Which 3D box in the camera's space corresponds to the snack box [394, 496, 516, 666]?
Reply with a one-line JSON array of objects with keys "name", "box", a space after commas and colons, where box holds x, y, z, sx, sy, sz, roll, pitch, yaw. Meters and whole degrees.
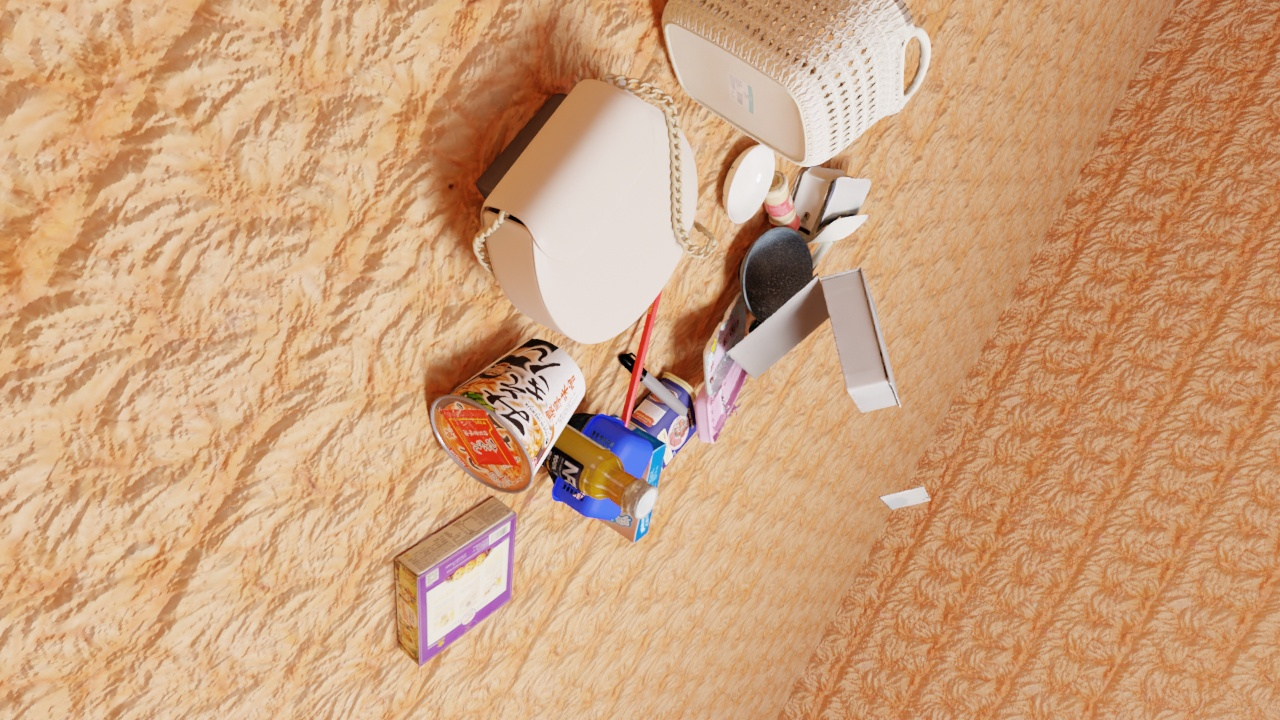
[{"name": "snack box", "box": [-0.206, 0.249, 1.037, 0.143, 0.040, 0.148, -30, 139, -43]}]

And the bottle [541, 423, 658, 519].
[{"name": "bottle", "box": [-0.065, 0.109, 0.987, 0.053, 0.186, 0.053, -39, 144, -35]}]

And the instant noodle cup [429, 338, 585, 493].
[{"name": "instant noodle cup", "box": [-0.124, 0.047, 0.923, 0.121, 0.124, 0.124, -49, 150, -39]}]

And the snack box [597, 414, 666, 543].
[{"name": "snack box", "box": [-0.021, 0.155, 1.202, 0.034, 0.087, 0.151, -27, 137, -46]}]

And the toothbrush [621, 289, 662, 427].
[{"name": "toothbrush", "box": [-0.007, 0.007, 1.133, 0.017, 0.012, 0.212, 12, 94, -35]}]

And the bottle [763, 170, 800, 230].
[{"name": "bottle", "box": [0.191, -0.214, 1.259, 0.044, 0.044, 0.109, -55, 150, -12]}]

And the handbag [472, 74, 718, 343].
[{"name": "handbag", "box": [-0.032, -0.124, 0.822, 0.210, 0.103, 0.208, -55, 147, -14]}]

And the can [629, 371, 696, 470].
[{"name": "can", "box": [0.031, 0.087, 1.257, 0.092, 0.056, 0.116, -47, 149, -21]}]

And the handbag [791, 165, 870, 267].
[{"name": "handbag", "box": [0.275, -0.197, 1.378, 0.151, 0.074, 0.176, -12, 126, -54]}]

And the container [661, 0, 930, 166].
[{"name": "container", "box": [0.139, -0.308, 0.902, 0.142, 0.246, 0.185, -46, 152, -9]}]

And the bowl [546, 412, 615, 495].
[{"name": "bowl", "box": [-0.079, 0.103, 1.096, 0.110, 0.055, 0.110, -39, 144, -36]}]

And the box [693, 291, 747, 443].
[{"name": "box", "box": [0.114, 0.007, 1.283, 0.200, 0.038, 0.152, -55, 142, -56]}]

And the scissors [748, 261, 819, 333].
[{"name": "scissors", "box": [0.207, -0.063, 1.400, 0.201, 0.015, 0.203, -38, 160, -34]}]

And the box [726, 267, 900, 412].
[{"name": "box", "box": [0.164, -0.046, 1.309, 0.167, 0.423, 0.173, 36, 66, -65]}]

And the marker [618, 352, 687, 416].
[{"name": "marker", "box": [0.020, 0.031, 1.175, 0.022, 0.016, 0.138, -48, 124, 2]}]

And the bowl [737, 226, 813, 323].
[{"name": "bowl", "box": [0.174, -0.120, 1.285, 0.136, 0.057, 0.137, -9, 106, -36]}]

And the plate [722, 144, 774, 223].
[{"name": "plate", "box": [0.132, -0.228, 1.169, 0.104, 0.026, 0.104, -39, 145, -35]}]

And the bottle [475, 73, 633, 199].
[{"name": "bottle", "box": [-0.070, -0.195, 0.854, 0.173, 0.046, 0.084, -53, 150, -14]}]

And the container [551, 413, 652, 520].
[{"name": "container", "box": [-0.040, 0.128, 1.060, 0.114, 0.058, 0.096, -61, 152, 1]}]
